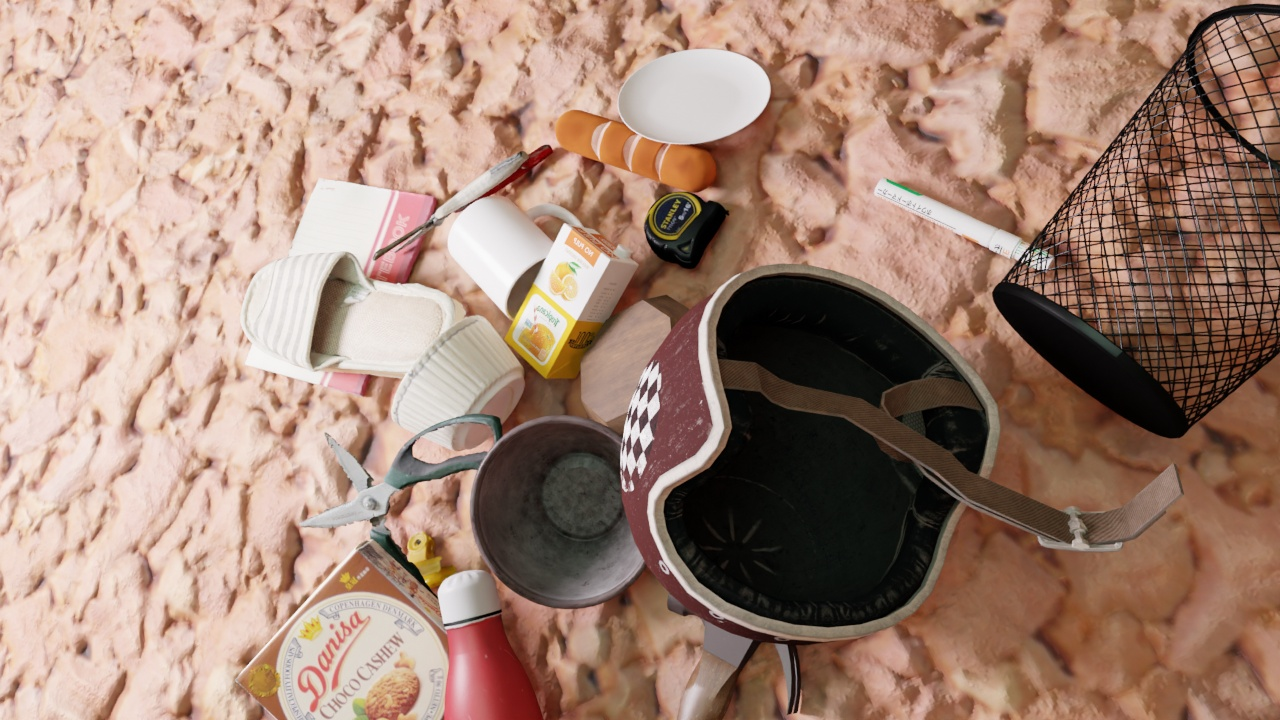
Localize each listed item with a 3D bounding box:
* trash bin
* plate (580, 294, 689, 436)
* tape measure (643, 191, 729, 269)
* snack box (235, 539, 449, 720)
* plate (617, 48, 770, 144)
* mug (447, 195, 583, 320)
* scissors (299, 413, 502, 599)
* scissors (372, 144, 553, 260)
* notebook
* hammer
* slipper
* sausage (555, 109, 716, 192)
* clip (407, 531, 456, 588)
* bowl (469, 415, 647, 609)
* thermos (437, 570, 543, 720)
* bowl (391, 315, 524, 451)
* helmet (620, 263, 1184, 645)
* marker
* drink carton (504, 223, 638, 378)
[{"bbox_3d":[0.353,-0.075,0.578,0.210,0.184,0.184,-48,63,6],"label":"trash bin"},{"bbox_3d":[-0.004,0.005,0.735,0.132,0.025,0.131,-23,53,34],"label":"plate"},{"bbox_3d":[0.034,-0.113,0.783,0.061,0.034,0.061,28,76,22],"label":"tape measure"},{"bbox_3d":[-0.213,0.243,0.723,0.147,0.041,0.143,43,92,0],"label":"snack box"},{"bbox_3d":[0.047,-0.231,0.812,0.134,0.011,0.134,-5,52,6],"label":"plate"},{"bbox_3d":[-0.100,-0.099,0.816,0.110,0.074,0.090,-33,61,-21],"label":"mug"},{"bbox_3d":[-0.178,0.136,0.740,0.202,0.015,0.205,-20,97,16],"label":"scissors"},{"bbox_3d":[-0.153,-0.149,0.832,0.198,0.180,0.015,-37,101,-24],"label":"scissors"},{"bbox_3d":[-0.297,-0.078,0.909,0.153,0.012,0.208,12,78,23],"label":"notebook"},{"bbox_3d":[0.015,0.316,0.652,0.115,0.033,0.322,22,82,27],"label":"hammer"},{"bbox_3d":[-0.277,-0.042,0.846,0.273,0.054,0.114,13,82,29],"label":"slipper"},{"bbox_3d":[-0.004,-0.187,0.817,0.164,0.044,0.039,24,108,26],"label":"sausage"},{"bbox_3d":[-0.187,0.171,0.777,0.054,0.046,0.048,-21,91,15],"label":"clip"},{"bbox_3d":[-0.052,0.111,0.710,0.145,0.067,0.145,1,94,9],"label":"bowl"},{"bbox_3d":[-0.104,0.272,0.663,0.073,0.073,0.239,-16,80,15],"label":"thermos"},{"bbox_3d":[-0.145,0.026,0.768,0.062,0.115,0.115,38,88,11],"label":"bowl"},{"bbox_3d":[0.110,0.060,0.581,0.233,0.254,0.233,5,45,-18],"label":"helmet"},{"bbox_3d":[0.248,-0.106,0.710,0.145,0.017,0.017,33,86,27],"label":"marker"},{"bbox_3d":[-0.058,-0.051,0.770,0.058,0.040,0.123,41,111,28],"label":"drink carton"}]
